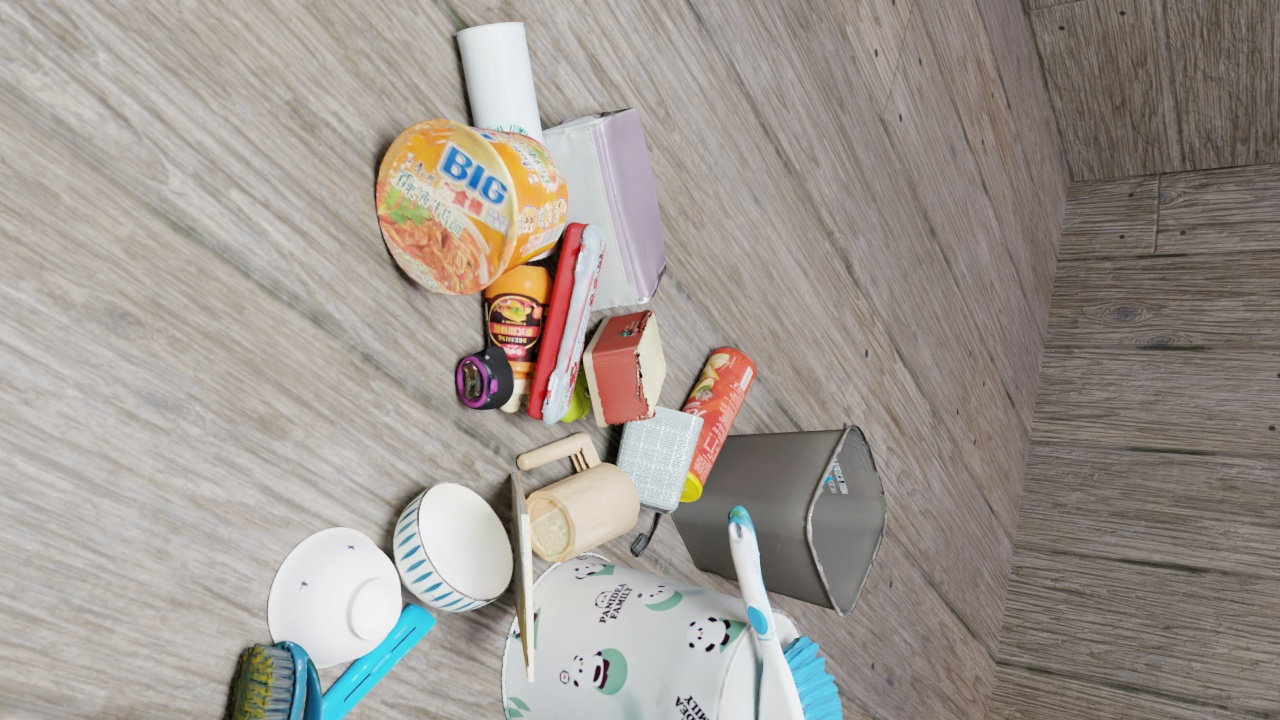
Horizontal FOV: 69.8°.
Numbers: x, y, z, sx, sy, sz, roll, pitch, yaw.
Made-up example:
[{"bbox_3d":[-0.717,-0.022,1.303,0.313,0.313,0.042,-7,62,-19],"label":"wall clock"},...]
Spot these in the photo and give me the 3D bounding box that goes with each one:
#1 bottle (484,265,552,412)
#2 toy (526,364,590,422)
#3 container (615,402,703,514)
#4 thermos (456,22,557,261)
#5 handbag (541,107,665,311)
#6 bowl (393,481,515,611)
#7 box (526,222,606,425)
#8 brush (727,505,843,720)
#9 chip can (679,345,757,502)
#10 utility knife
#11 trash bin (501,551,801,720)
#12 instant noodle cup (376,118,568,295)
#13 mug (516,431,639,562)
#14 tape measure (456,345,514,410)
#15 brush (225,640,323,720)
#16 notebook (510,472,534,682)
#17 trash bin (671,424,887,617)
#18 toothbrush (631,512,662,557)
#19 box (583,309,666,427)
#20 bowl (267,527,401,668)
[{"bbox_3d":[-0.126,-0.021,0.921,0.066,0.067,0.149,-3,100,-54],"label":"bottle"},{"bbox_3d":[-0.088,0.027,0.995,0.096,0.031,0.100,-45,122,-44],"label":"toy"},{"bbox_3d":[0.015,0.116,1.072,0.090,0.090,0.111,101,3,-76],"label":"container"},{"bbox_3d":[-0.127,-0.210,0.902,0.073,0.073,0.224,-26,112,-51],"label":"thermos"},{"bbox_3d":[-0.035,-0.169,1.005,0.144,0.099,0.197,-45,126,-60],"label":"handbag"},{"bbox_3d":[-0.177,0.175,0.829,0.116,0.066,0.116,43,26,-28],"label":"bowl"},{"bbox_3d":[-0.069,-0.036,0.910,0.087,0.047,0.201,-77,-179,-85],"label":"box"},{"bbox_3d":[0.134,0.279,0.864,0.109,0.061,0.314,-11,97,-49],"label":"brush"},{"bbox_3d":[0.085,0.079,1.200,0.216,0.073,0.073,-60,135,-33],"label":"chip can"},{"bbox_3d":[-0.247,0.282,0.795,0.185,0.018,0.034,-46,127,-42],"label":"utility knife"},{"bbox_3d":[0.023,0.333,0.968,0.229,0.252,0.229,0,90,-53],"label":"trash bin"},{"bbox_3d":[-0.143,-0.142,0.826,0.111,0.152,0.151,-30,115,-58],"label":"instant noodle cup"},{"bbox_3d":[-0.072,0.145,0.990,0.103,0.084,0.124,-16,79,-51],"label":"mug"},{"bbox_3d":[-0.151,0.019,0.885,0.039,0.057,0.058,-6,82,-48],"label":"tape measure"},{"bbox_3d":[-0.284,0.291,0.711,0.073,0.055,0.143,22,73,-52],"label":"brush"},{"bbox_3d":[-0.111,0.193,0.863,0.010,0.206,0.146,-2,94,-10],"label":"notebook"},{"bbox_3d":[0.182,0.199,1.212,0.198,0.220,0.199,-53,130,-38],"label":"trash bin"},{"bbox_3d":[0.034,0.178,1.184,0.016,0.014,0.189,46,51,-15],"label":"toothbrush"},{"bbox_3d":[-0.006,0.006,1.011,0.168,0.077,0.091,-69,148,-71],"label":"box"},{"bbox_3d":[-0.239,0.202,0.763,0.118,0.065,0.118,-2,93,-53],"label":"bowl"}]
